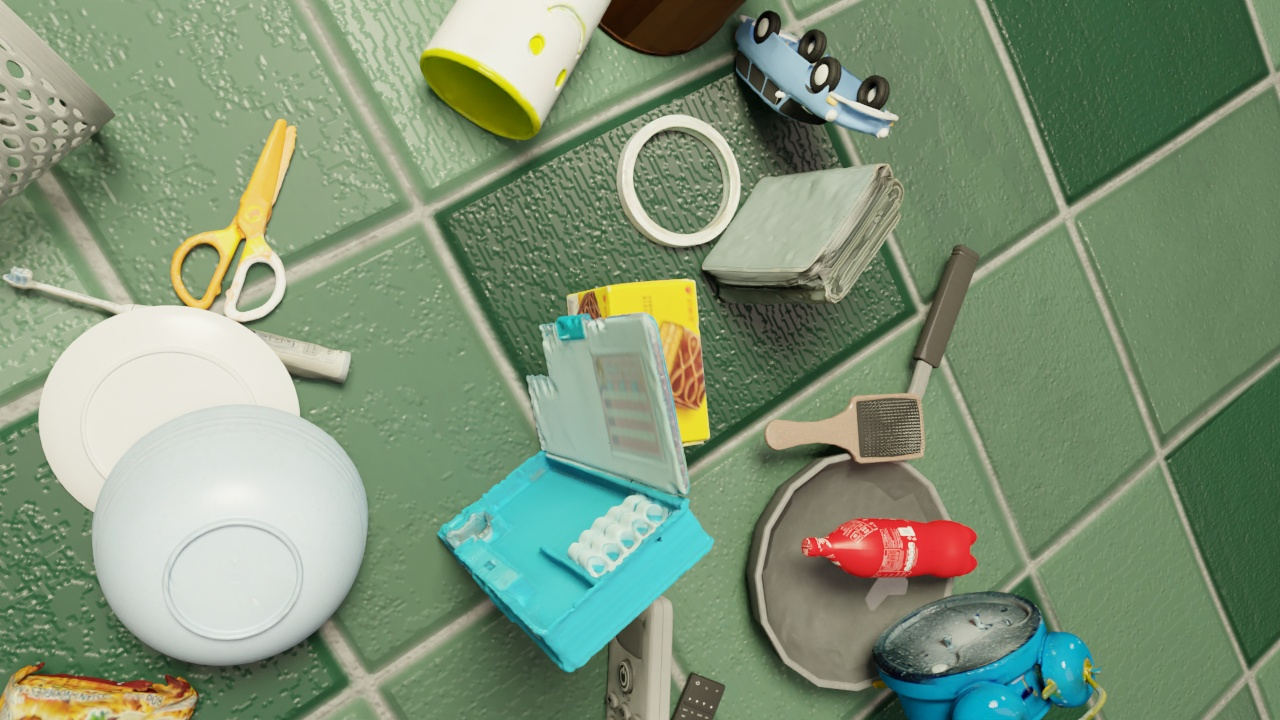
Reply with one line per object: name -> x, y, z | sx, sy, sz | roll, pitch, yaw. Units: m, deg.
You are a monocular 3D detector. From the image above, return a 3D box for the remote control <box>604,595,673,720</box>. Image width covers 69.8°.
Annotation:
remote control -> -0.004, 0.227, 0.613 | 0.019, 0.074, 0.151 | 2, 90, -23

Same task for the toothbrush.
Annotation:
toothbrush -> -0.263, -0.019, 0.532 | 0.185, 0.024, 0.022 | 18, 40, -22

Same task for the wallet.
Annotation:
wallet -> 0.110, -0.083, 0.627 | 0.054, 0.132, 0.100 | 38, 78, -22

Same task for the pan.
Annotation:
pan -> 0.190, 0.074, 0.709 | 0.178, 0.041, 0.357 | 26, 81, -21

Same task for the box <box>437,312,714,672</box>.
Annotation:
box -> -0.037, 0.064, 0.514 | 0.084, 0.227, 0.171 | 23, 82, -22

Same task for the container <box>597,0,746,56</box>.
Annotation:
container -> 0.042, -0.283, 0.576 | 0.132, 0.167, 0.132 | 0, 90, -23

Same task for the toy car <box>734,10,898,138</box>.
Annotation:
toy car -> 0.114, -0.192, 0.630 | 0.056, 0.153, 0.055 | 8, 124, -31

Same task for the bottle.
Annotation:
bottle -> 0.179, 0.135, 0.658 | 0.141, 0.042, 0.042 | 5, 88, -22

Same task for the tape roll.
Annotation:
tape roll -> 0.028, -0.127, 0.655 | 0.093, 0.013, 0.093 | 0, 91, -23

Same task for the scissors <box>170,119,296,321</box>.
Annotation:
scissors -> -0.229, -0.085, 0.549 | 0.065, 0.013, 0.128 | 24, 83, -22

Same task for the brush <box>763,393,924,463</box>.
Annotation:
brush -> 0.151, 0.050, 0.662 | 0.135, 0.015, 0.050 | -2, 86, -22

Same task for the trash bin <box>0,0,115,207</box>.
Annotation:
trash bin -> -0.374, -0.111, 0.415 | 0.156, 0.157, 0.183 | 46, 77, -17

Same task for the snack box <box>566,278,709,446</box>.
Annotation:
snack box -> -0.004, 0.004, 0.606 | 0.061, 0.084, 0.106 | -6, 92, -23

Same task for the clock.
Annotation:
clock -> 0.232, 0.212, 0.619 | 0.116, 0.162, 0.060 | -23, 96, -18

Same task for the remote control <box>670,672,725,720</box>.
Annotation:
remote control -> 0.022, 0.296, 0.659 | 0.030, 0.009, 0.140 | 27, 80, -20

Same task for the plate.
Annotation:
plate -> -0.266, 0.036, 0.522 | 0.134, 0.011, 0.134 | -4, 102, -19

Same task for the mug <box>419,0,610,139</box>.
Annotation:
mug -> -0.076, -0.206, 0.574 | 0.082, 0.083, 0.106 | 32, 78, -20

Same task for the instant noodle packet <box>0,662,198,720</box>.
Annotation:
instant noodle packet -> -0.311, 0.236, 0.506 | 0.098, 0.040, 0.135 | 16, 83, -29

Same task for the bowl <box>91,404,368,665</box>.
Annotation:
bowl -> -0.223, 0.106, 0.505 | 0.150, 0.075, 0.151 | -6, 105, -21
